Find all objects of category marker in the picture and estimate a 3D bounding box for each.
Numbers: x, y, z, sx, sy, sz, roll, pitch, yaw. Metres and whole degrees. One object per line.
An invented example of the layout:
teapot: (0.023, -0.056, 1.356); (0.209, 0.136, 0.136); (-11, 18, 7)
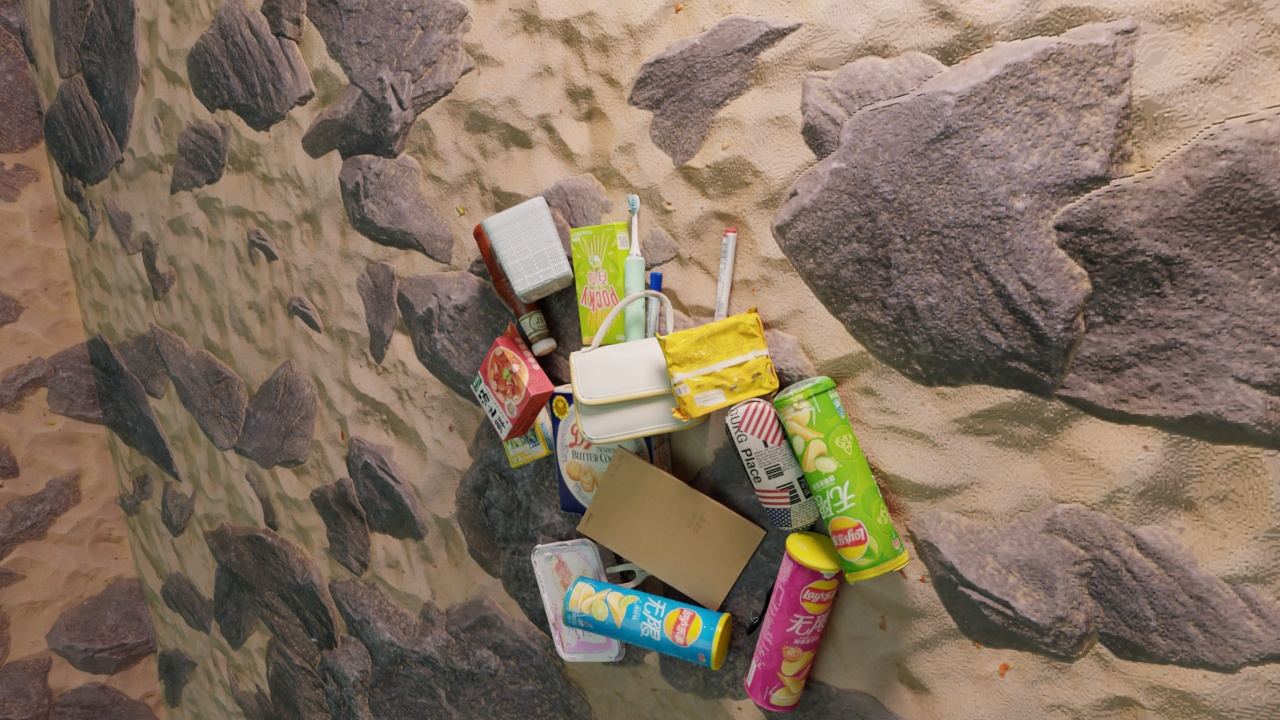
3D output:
marker: (0.099, -0.083, 1.085); (0.017, 0.017, 0.145); (19, 111, 37)
marker: (0.015, -0.040, 1.168); (0.017, 0.016, 0.146); (17, 110, 38)

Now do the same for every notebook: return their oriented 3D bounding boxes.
notebook: (0.035, 0.214, 1.162); (0.211, 0.012, 0.150); (30, 120, 8)

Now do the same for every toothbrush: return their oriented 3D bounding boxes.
toothbrush: (-0.007, -0.097, 1.159); (0.026, 0.027, 0.224); (2, 93, 33)
toothbrush: (0.165, 0.266, 1.109); (0.016, 0.014, 0.189); (48, 127, 38)

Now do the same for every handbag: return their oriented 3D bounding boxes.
handbag: (-0.007, 0.007, 1.119); (0.163, 0.063, 0.178); (-10, 90, 6)

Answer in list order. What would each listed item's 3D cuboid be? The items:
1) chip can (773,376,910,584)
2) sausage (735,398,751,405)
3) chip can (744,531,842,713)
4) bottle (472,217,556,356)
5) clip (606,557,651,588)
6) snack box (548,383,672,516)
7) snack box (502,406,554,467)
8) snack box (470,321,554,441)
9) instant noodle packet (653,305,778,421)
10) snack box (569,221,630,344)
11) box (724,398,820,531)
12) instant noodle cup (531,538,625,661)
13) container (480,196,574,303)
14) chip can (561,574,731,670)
chip can: (0.215, 0.125, 0.994); (0.073, 0.072, 0.221); (-28, 81, 41)
sausage: (0.138, 0.096, 1.087); (0.022, 0.021, 0.165); (-21, 86, 42)
chip can: (0.179, 0.306, 1.068); (0.071, 0.071, 0.211); (28, 117, 34)
bottle: (-0.173, -0.104, 1.290); (0.060, 0.059, 0.206); (-32, 79, 41)
clip: (-0.002, 0.283, 1.225); (0.102, 0.094, 0.035); (-16, 89, 53)
snack box: (-0.040, 0.125, 1.235); (0.178, 0.045, 0.182); (0, 101, 40)
snack box: (-0.178, 0.081, 1.354); (0.087, 0.033, 0.140); (-25, 81, 42)
snack box: (-0.188, 0.030, 1.290); (0.127, 0.044, 0.113); (55, 134, 22)
instant noodle packet: (0.087, 0.005, 1.061); (0.128, 0.044, 0.110); (-16, 85, 4)
snack box: (-0.046, -0.099, 1.202); (0.086, 0.026, 0.156); (1, 101, 42)
box: (0.152, 0.117, 1.047); (0.072, 0.059, 0.164); (-18, 103, 35)
instant noodle cup: (-0.074, 0.334, 1.303); (0.138, 0.060, 0.173); (-17, 90, 42)
container: (-0.145, -0.143, 1.221); (0.090, 0.090, 0.111); (-24, 85, -1)
chip can: (0.007, 0.334, 1.180); (0.210, 0.071, 0.071); (10, 107, 20)
